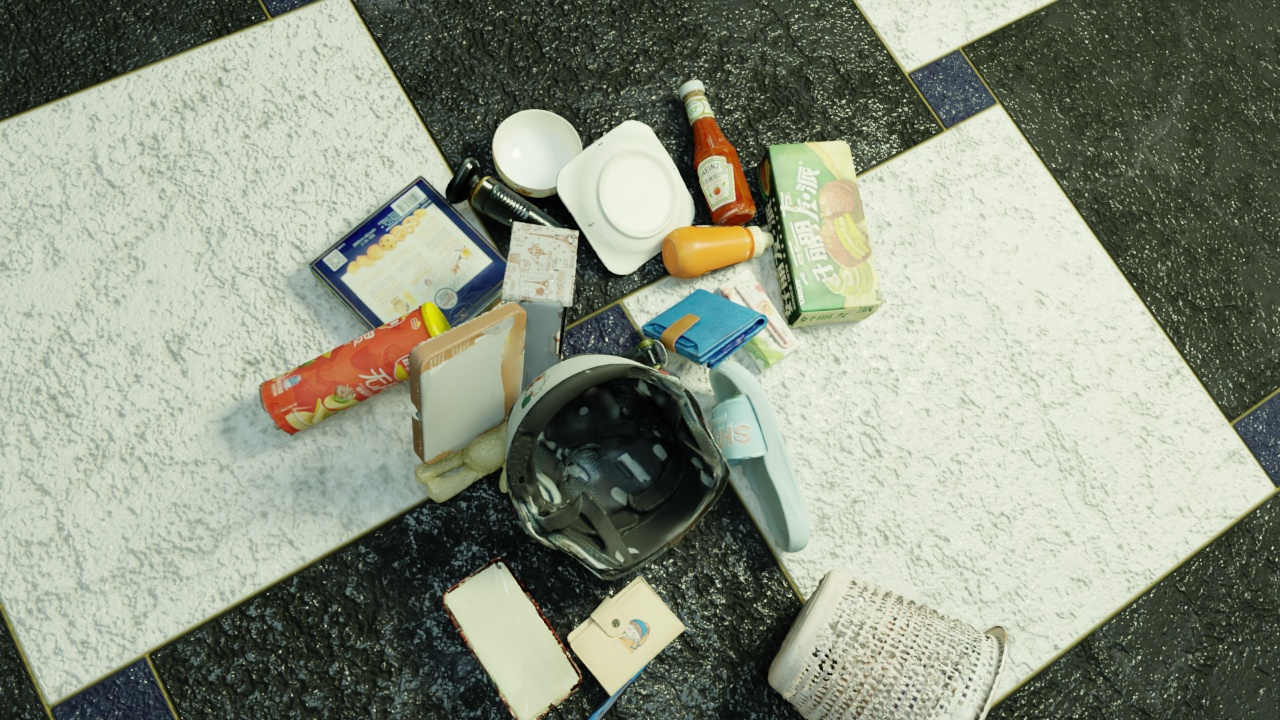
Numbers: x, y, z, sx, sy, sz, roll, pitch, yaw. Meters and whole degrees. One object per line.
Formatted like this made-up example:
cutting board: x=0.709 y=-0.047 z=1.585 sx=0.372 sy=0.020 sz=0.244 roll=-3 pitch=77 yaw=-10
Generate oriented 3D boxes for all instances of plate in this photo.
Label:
plate: x=-0.009 y=-0.208 z=1.164 sx=0.163 sy=0.034 sz=0.164 roll=-41 pitch=108 yaw=-21

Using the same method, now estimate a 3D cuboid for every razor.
razor: x=-0.161 y=-0.188 z=1.147 sx=0.167 sy=0.067 sz=0.062 roll=29 pitch=89 yaw=-19

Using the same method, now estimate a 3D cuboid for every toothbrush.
toothbrush: x=-0.045 y=0.395 z=1.033 sx=0.014 sy=0.016 sz=0.189 roll=40 pitch=69 yaw=13

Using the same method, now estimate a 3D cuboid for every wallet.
wallet: x=0.075 y=-0.042 z=1.121 sx=0.106 sy=0.133 sz=0.040 roll=-34 pitch=122 yaw=-18
wallet: x=-0.019 y=0.311 z=1.052 sx=0.115 sy=0.024 sz=0.087 roll=-38 pitch=76 yaw=-17

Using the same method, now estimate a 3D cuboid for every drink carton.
drink carton: x=0.147 y=-0.051 z=1.172 sx=0.053 sy=0.046 sz=0.122 roll=-30 pitch=81 yaw=-17

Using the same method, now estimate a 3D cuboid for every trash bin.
trash bin: x=0.256 y=0.340 z=1.004 sx=0.192 sy=0.228 sz=0.227 roll=30 pitch=71 yaw=13

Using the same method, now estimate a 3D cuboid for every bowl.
bowl: x=-0.134 y=-0.256 z=1.177 sx=0.113 sy=0.062 sz=0.113 roll=3 pitch=73 yaw=-10

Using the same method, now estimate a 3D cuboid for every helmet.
helmet: x=-0.043 y=0.096 z=1.018 sx=0.230 sy=0.157 sz=0.274 roll=-44 pitch=122 yaw=0

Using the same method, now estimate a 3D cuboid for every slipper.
slipper: x=0.129 y=0.117 z=1.095 sx=0.074 sy=0.104 sz=0.245 roll=-20 pitch=85 yaw=-12

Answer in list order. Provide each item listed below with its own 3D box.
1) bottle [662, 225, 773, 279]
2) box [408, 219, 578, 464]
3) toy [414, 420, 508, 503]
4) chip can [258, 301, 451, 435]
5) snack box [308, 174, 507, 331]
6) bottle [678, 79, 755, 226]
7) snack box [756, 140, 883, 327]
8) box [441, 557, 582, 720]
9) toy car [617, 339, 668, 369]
bottle: x=0.105 y=-0.147 z=1.187 sx=0.149 sy=0.067 sz=0.066 roll=-11 pitch=76 yaw=-20
box: x=-0.146 y=-0.015 z=1.008 sx=0.126 sy=0.179 sz=0.272 roll=24 pitch=47 yaw=10
toy: x=-0.185 y=0.108 z=1.062 sx=0.157 sy=0.066 sz=0.105 roll=-29 pitch=63 yaw=-23
chip can: x=-0.316 y=0.009 z=1.034 sx=0.217 sy=0.073 sz=0.073 roll=-25 pitch=79 yaw=5
snack box: x=-0.272 y=-0.105 z=1.119 sx=0.182 sy=0.046 sz=0.177 roll=45 pitch=73 yaw=5
bottle: x=0.096 y=-0.277 z=1.221 sx=0.059 sy=0.060 sz=0.206 roll=-14 pitch=77 yaw=-13
snack box: x=0.234 y=-0.168 z=1.210 sx=0.114 sy=0.063 sz=0.240 roll=-5 pitch=75 yaw=-10
box: x=-0.143 y=0.307 z=1.005 sx=0.091 sy=0.080 sz=0.168 roll=-33 pitch=81 yaw=-17
toy car: x=-0.007 y=0.006 z=1.117 sx=0.091 sy=0.035 sz=0.042 roll=-27 pitch=82 yaw=20
